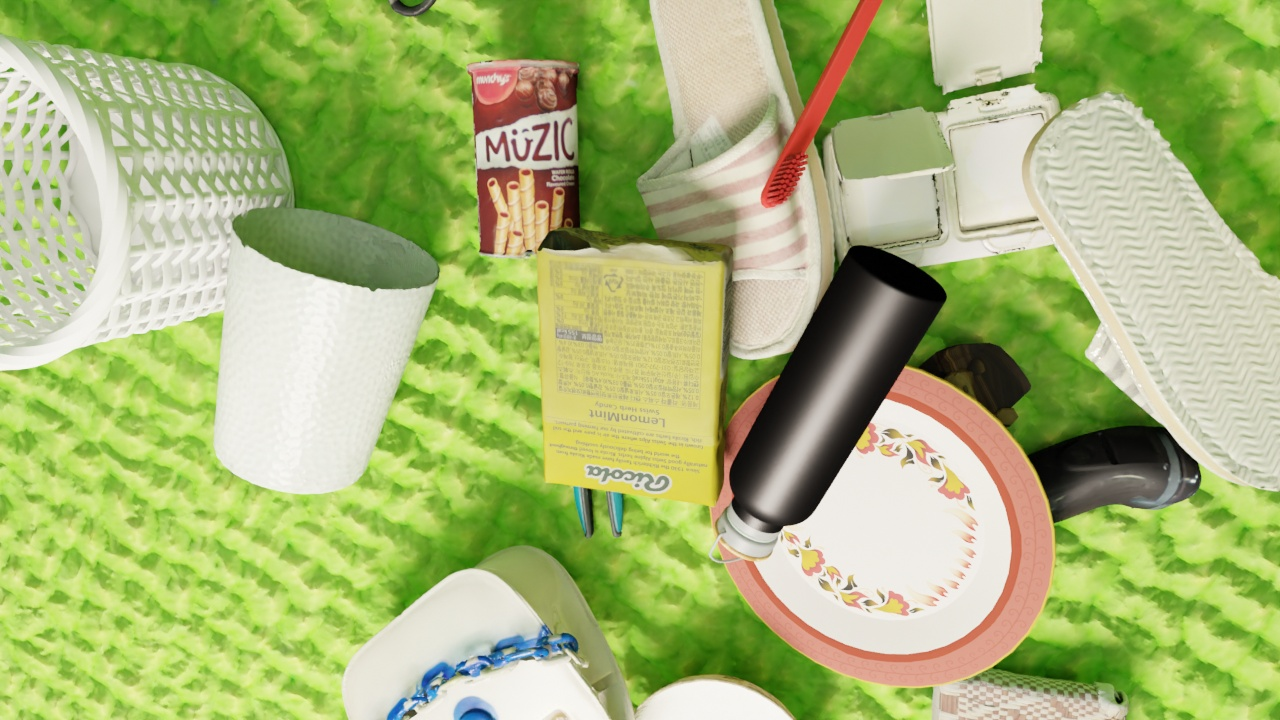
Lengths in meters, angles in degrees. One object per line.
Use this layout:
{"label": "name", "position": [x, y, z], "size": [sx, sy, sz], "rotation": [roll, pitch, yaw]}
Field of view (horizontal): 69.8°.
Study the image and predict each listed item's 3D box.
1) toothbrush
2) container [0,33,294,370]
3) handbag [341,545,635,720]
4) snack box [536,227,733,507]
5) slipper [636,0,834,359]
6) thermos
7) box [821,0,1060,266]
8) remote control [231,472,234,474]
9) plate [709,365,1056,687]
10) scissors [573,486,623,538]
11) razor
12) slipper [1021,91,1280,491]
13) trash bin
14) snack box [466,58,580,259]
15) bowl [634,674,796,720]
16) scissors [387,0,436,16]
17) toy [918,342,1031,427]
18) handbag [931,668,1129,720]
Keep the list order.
{"label": "toothbrush", "position": [0.122, -0.180, 0.534], "size": [0.012, 0.018, 0.212], "rotation": [31, 80, -23]}
{"label": "container", "position": [-0.355, -0.106, 0.592], "size": [0.189, 0.186, 0.189], "rotation": [2, 103, 9]}
{"label": "handbag", "position": [-0.106, 0.254, 0.653], "size": [0.201, 0.092, 0.199], "rotation": [-43, 75, 17]}
{"label": "snack box", "position": [-0.004, 0.004, 0.591], "size": [0.121, 0.045, 0.181], "rotation": [6, 118, 11]}
{"label": "slipper", "position": [0.049, -0.127, 0.570], "size": [0.115, 0.052, 0.263], "rotation": [-4, 100, 42]}
{"label": "thermos", "position": [0.103, 0.043, 0.571], "size": [0.061, 0.061, 0.232], "rotation": [26, 118, 3]}
{"label": "box", "position": [0.176, -0.143, 0.536], "size": [0.144, 0.098, 0.184], "rotation": [-10, 101, 12]}
{"label": "remote control", "position": [-0.291, 0.026, 0.703], "size": [0.030, 0.009, 0.140], "rotation": [15, 105, 6]}
{"label": "plate", "position": [0.152, 0.107, 0.611], "size": [0.230, 0.021, 0.230], "rotation": [9, 109, 30]}
{"label": "scissors", "position": [-0.040, 0.060, 0.662], "size": [0.136, 0.019, 0.139], "rotation": [46, 107, -3]}
{"label": "razor", "position": [0.283, 0.083, 0.598], "size": [0.141, 0.052, 0.064], "rotation": [-20, 125, 18]}
{"label": "slipper", "position": [0.317, -0.036, 0.545], "size": [0.114, 0.054, 0.272], "rotation": [-44, 102, -8]}
{"label": "trash bin", "position": [-0.222, -0.005, 0.627], "size": [0.133, 0.133, 0.161], "rotation": [22, 110, 4]}
{"label": "snack box", "position": [-0.074, -0.130, 0.597], "size": [0.072, 0.072, 0.121], "rotation": [2, 103, 9]}
{"label": "bowl", "position": [0.059, 0.283, 0.672], "size": [0.145, 0.063, 0.145], "rotation": [2, 104, 10]}
{"label": "scissors", "position": [-0.154, -0.309, 0.600], "size": [0.171, 0.012, 0.157], "rotation": [-2, 104, 11]}
{"label": "toy", "position": [0.215, 0.039, 0.587], "size": [0.076, 0.062, 0.100], "rotation": [-22, 80, 31]}
{"label": "handbag", "position": [0.269, 0.304, 0.650], "size": [0.124, 0.046, 0.186], "rotation": [3, 103, 17]}
